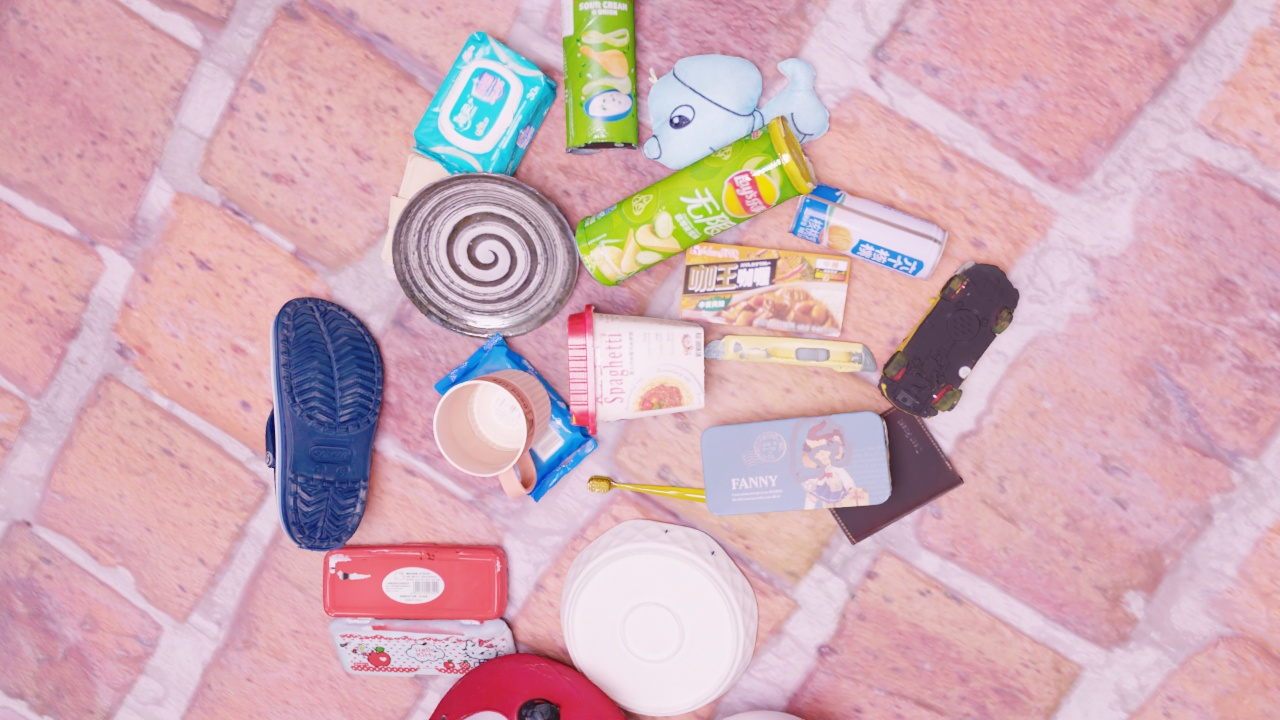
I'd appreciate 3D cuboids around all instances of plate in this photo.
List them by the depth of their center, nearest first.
[{"bbox_3d":[-0.149,-0.100,0.885,0.179,0.024,0.180,-1,122,-1],"label":"plate"},{"bbox_3d":[0.015,0.265,0.924,0.205,0.045,0.205,1,98,10],"label":"plate"}]

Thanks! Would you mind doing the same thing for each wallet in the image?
[{"bbox_3d":[0.230,0.108,0.880,0.122,0.020,0.096,-33,89,11],"label":"wallet"},{"bbox_3d":[-0.211,-0.141,0.915,0.087,0.024,0.115,19,102,7],"label":"wallet"}]

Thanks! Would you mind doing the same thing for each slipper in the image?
[{"bbox_3d":[-0.325,0.065,0.931,0.095,0.105,0.252,-12,80,51],"label":"slipper"}]

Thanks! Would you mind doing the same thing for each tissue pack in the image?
[{"bbox_3d":[-0.148,-0.232,0.870,0.093,0.050,0.133,30,92,5],"label":"tissue pack"},{"bbox_3d":[-0.125,0.056,0.913,0.095,0.052,0.157,-42,90,10],"label":"tissue pack"}]

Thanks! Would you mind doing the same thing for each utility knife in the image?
[{"bbox_3d":[0.142,-0.007,0.883,0.167,0.018,0.031,4,92,13],"label":"utility knife"}]

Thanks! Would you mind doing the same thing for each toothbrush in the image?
[{"bbox_3d":[0.039,0.134,0.915,0.190,0.016,0.016,6,99,8],"label":"toothbrush"}]

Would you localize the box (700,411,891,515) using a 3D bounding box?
[{"bbox_3d":[0.140,0.097,0.859,0.184,0.062,0.089,-9,82,13],"label":"box"}]

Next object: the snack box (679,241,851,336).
[{"bbox_3d":[0.117,-0.069,0.870,0.154,0.026,0.075,7,98,8],"label":"snack box"}]

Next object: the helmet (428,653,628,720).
[{"bbox_3d":[-0.092,0.375,0.896,0.240,0.143,0.207,6,126,16],"label":"helmet"}]

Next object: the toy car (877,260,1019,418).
[{"bbox_3d":[0.283,-0.018,0.841,0.071,0.041,0.156,34,97,3],"label":"toy car"}]

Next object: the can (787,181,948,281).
[{"bbox_3d":[0.205,-0.118,0.834,0.134,0.053,0.053,21,100,6],"label":"can"}]

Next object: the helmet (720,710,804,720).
[{"bbox_3d":[0.098,0.444,0.872,0.228,0.146,0.259,-9,98,-26],"label":"helmet"}]

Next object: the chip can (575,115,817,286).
[{"bbox_3d":[0.044,-0.139,0.831,0.222,0.072,0.072,-24,93,22],"label":"chip can"}]

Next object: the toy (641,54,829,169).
[{"bbox_3d":[0.080,-0.227,0.842,0.156,0.049,0.161,43,103,-6],"label":"toy"}]

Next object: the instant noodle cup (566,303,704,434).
[{"bbox_3d":[-0.005,0.005,0.862,0.124,0.116,0.116,-2,97,-2],"label":"instant noodle cup"}]

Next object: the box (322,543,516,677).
[{"bbox_3d":[-0.233,0.268,0.963,0.201,0.058,0.161,-2,101,10],"label":"box"}]

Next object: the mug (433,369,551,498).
[{"bbox_3d":[-0.124,0.066,0.833,0.082,0.105,0.114,-23,93,10],"label":"mug"}]

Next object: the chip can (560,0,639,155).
[{"bbox_3d":[-0.039,-0.310,0.839,0.072,0.072,0.236,0,98,9],"label":"chip can"}]
